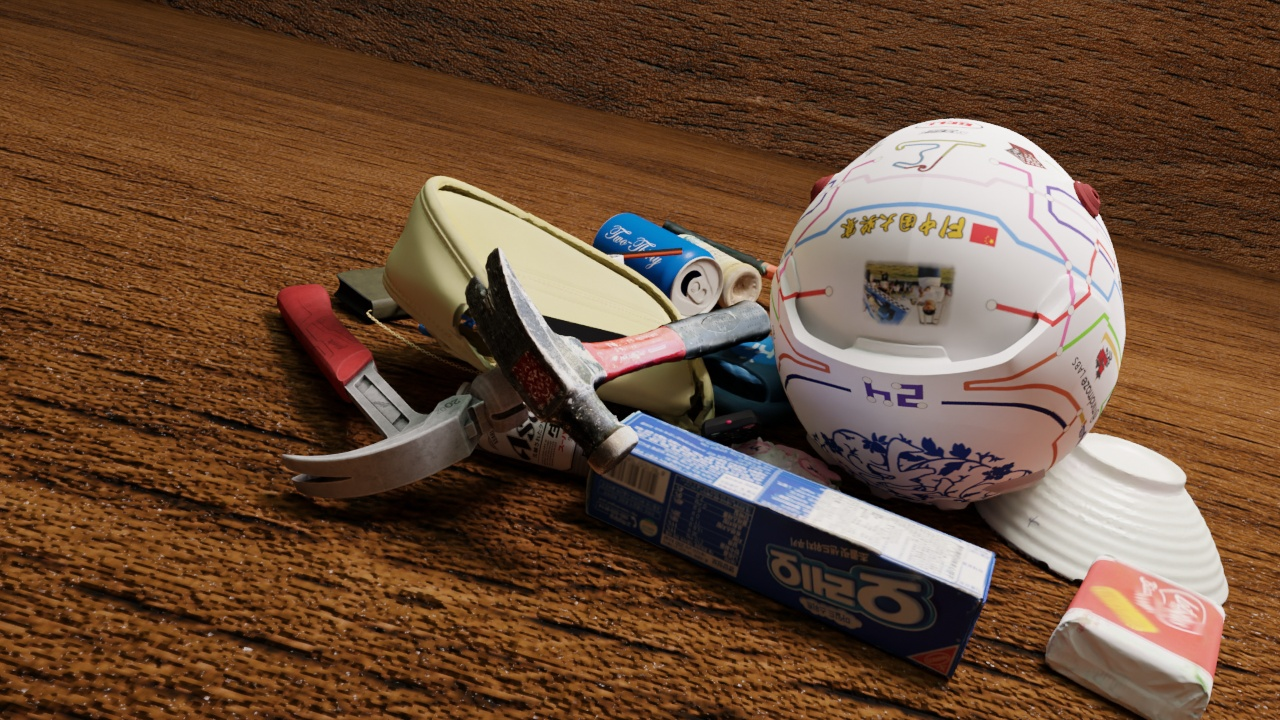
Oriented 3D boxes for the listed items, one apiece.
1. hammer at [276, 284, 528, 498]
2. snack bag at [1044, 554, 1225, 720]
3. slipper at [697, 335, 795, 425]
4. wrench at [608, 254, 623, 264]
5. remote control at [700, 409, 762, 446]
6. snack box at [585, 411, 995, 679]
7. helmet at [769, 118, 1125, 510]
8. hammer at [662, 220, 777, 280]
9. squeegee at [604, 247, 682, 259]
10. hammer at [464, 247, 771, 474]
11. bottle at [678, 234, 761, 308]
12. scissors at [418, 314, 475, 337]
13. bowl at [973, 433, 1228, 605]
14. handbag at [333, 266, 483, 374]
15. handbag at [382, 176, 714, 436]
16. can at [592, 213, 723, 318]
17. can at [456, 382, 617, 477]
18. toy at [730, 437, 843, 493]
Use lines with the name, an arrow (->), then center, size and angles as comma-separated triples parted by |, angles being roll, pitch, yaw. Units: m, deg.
hammer -> -0.199, 0.002, 0.613 | 0.126, 0.036, 0.316 | -27, 31, -23
snack bag -> 0.286, 0.157, 0.526 | 0.077, 0.036, 0.115 | 25, 23, 30
slipper -> 0.103, 0.004, 0.789 | 0.104, 0.059, 0.213 | 22, 21, 29
wrench -> -0.120, -0.092, 0.853 | 0.274, 0.009, 0.047 | 6, 17, 41
remote control -> 0.061, 0.048, 0.620 | 0.039, 0.010, 0.125 | -14, -11, 4
snack box -> 0.079, 0.098, 0.526 | 0.226, 0.059, 0.059 | 20, 24, 21
helmet -> 0.214, -0.014, 0.656 | 0.231, 0.235, 0.314 | 8, -17, 27
hammer -> 0.136, -0.112, 1.083 | 0.333, 0.033, 0.133 | 31, -1, 44
squeegee -> -0.088, -0.055, 0.832 | 0.249, 0.055, 0.184 | -4, 21, 6
hammer -> 0.013, -0.018, 0.619 | 0.140, 0.036, 0.325 | 48, 26, 14
bottle -> 0.069, -0.109, 1.068 | 0.056, 0.057, 0.162 | -3, 25, -36
scissors -> -0.136, -0.055, 0.771 | 0.131, 0.019, 0.105 | -27, 47, -32
bowl -> 0.340, 0.100, 0.663 | 0.177, 0.071, 0.177 | 12, 20, -4
handbag -> -0.176, -0.029, 0.766 | 0.178, 0.027, 0.083 | 32, 29, 30
handbag -> -0.064, -0.025, 0.664 | 0.232, 0.089, 0.190 | 19, 28, -37
can -> 0.015, -0.102, 0.983 | 0.078, 0.079, 0.146 | -4, 26, -39
can -> -0.067, 0.045, 0.596 | 0.106, 0.044, 0.044 | 14, 20, 3
toy -> 0.096, 0.077, 0.625 | 0.096, 0.041, 0.108 | 18, 15, 17
